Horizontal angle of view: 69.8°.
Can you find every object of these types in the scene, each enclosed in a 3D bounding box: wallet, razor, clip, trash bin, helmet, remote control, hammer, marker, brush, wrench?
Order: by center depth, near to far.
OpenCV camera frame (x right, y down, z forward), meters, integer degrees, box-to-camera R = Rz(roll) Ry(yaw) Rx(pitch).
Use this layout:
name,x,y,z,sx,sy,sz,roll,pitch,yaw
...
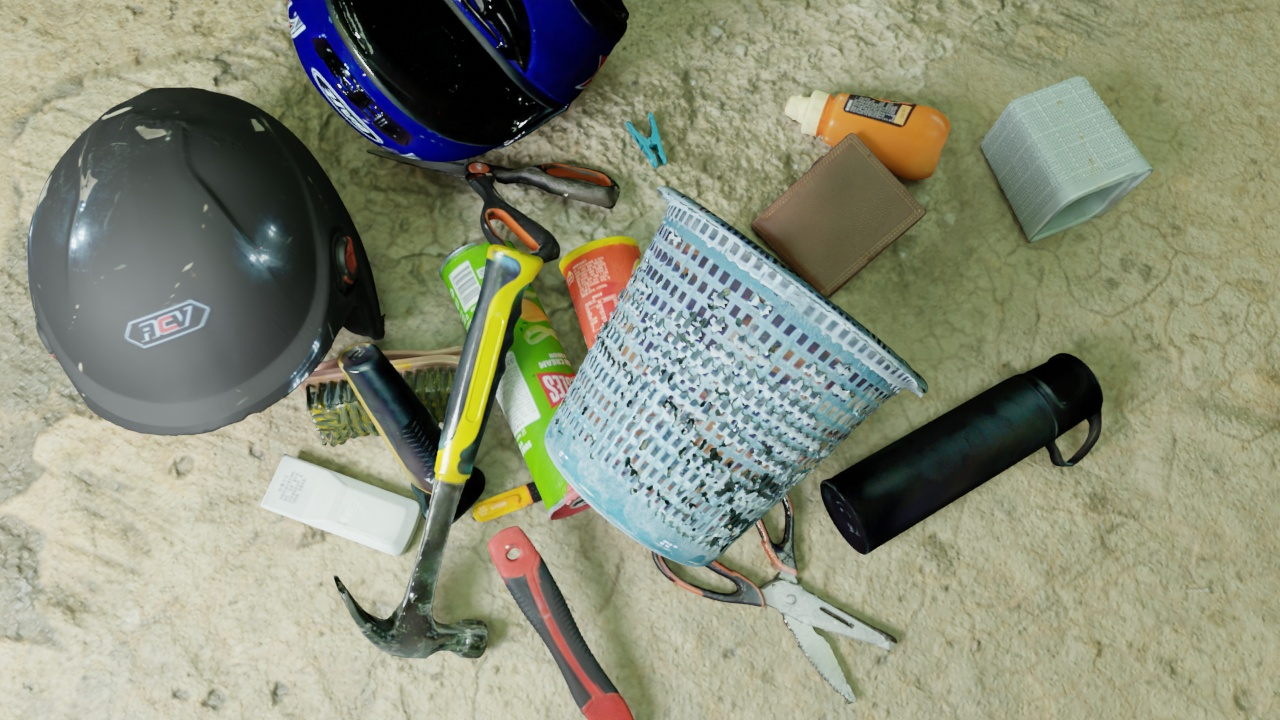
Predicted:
name,x,y,z,sx,sy,sz,roll,pitch,yaw
trash bin,0.046,0.023,0.637,0.226,0.226,0.195,39,97,8
hammer,-0.141,0.070,0.699,0.126,0.032,0.323,14,93,-31
helmet,-0.337,-0.074,0.703,0.233,0.230,0.274,-18,38,-7
wrench,-0.036,0.247,0.711,0.056,0.016,0.273,-35,92,-9
razor,-0.184,0.057,0.725,0.068,0.167,0.062,6,43,43
helmet,-0.156,-0.277,0.730,0.241,0.315,0.247,-37,118,15
remote control,-0.246,0.120,0.761,0.125,0.024,0.049,19,75,3
brush,-0.206,0.021,0.771,0.145,0.063,0.073,-10,46,-6
marker,-0.082,0.108,0.774,0.123,0.015,0.018,-19,83,-9
wallet,0.177,-0.129,0.824,0.125,0.032,0.101,-42,82,9
clip,0.009,-0.206,0.860,0.038,0.013,0.055,-24,78,-7

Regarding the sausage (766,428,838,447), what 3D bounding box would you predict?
name,x,y,z,sx,sy,sz,roll,pitch,yaw
sausage,0.117,0.068,0.763,0.164,0.022,0.021,-15,75,-31

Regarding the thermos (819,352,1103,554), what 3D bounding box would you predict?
name,x,y,z,sx,sy,sz,roll,pitch,yaw
thermos,0.276,0.084,0.767,0.242,0.068,0.090,-27,81,-9

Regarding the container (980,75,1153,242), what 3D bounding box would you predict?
name,x,y,z,sx,sy,sz,roll,pitch,yaw
container,0.379,-0.184,0.832,0.090,0.090,0.111,-21,74,-8

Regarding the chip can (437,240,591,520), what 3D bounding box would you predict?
name,x,y,z,sx,sy,sz,roll,pitch,yaw
chip can,-0.092,0.012,0.762,0.072,0.072,0.236,-25,74,-8

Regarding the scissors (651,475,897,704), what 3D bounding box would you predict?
name,x,y,z,sx,sy,sz,roll,pitch,yaw
scissors,0.108,0.181,0.762,0.189,0.015,0.226,-8,75,-4

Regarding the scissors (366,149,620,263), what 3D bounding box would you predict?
name,x,y,z,sx,sy,sz,roll,pitch,yaw
scissors,-0.125,-0.156,0.807,0.220,0.022,0.228,-2,46,-17

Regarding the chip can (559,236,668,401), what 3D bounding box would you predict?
name,x,y,z,sx,sy,sz,roll,pitch,yaw
chip can,-0.005,0.005,0.775,0.073,0.073,0.216,-17,76,-7

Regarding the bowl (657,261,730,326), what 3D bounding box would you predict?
name,x,y,z,sx,sy,sz,roll,pitch,yaw
bowl,0.063,-0.061,0.772,0.113,0.062,0.113,18,58,-31

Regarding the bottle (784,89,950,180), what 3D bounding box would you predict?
name,x,y,z,sx,sy,sz,roll,pitch,yaw
bottle,0.205,-0.216,0.848,0.149,0.067,0.066,20,75,11
